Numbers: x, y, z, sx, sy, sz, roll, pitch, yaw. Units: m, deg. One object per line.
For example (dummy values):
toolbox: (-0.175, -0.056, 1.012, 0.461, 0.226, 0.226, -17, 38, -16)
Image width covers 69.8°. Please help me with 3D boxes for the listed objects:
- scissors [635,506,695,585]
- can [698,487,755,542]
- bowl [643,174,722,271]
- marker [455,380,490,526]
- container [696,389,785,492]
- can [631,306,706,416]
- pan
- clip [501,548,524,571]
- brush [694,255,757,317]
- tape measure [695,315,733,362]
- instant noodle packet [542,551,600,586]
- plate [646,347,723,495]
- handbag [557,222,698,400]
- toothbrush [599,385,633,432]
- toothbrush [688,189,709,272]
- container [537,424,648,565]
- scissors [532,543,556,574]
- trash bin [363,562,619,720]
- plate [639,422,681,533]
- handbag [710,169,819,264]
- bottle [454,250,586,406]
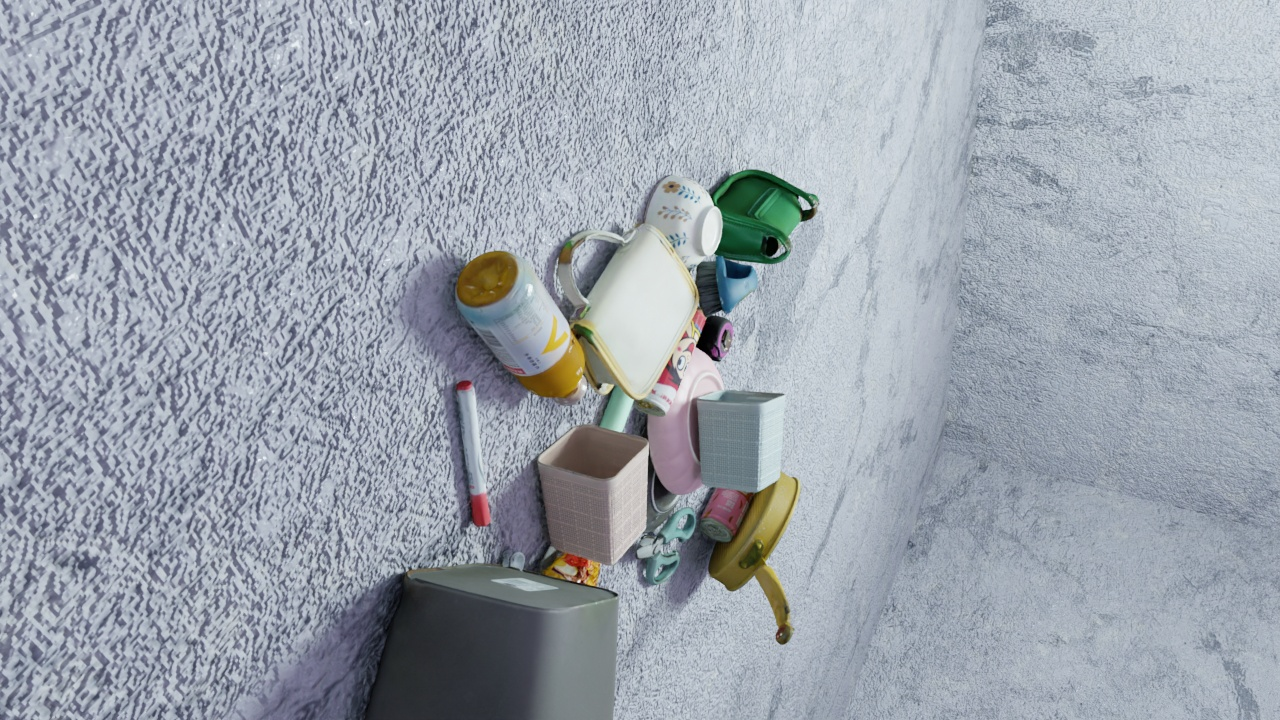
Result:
scissors: (0.023, 0.258, 1.212, 0.179, 0.019, 0.143, -1, 113, -65)
can: (0.142, 0.200, 1.389, 0.147, 0.058, 0.058, -58, 149, -32)
bowl: (0.055, -0.151, 1.045, 0.113, 0.062, 0.114, -37, 133, -54)
marker: (-0.146, 0.083, 0.804, 0.017, 0.017, 0.145, -40, 137, -50)
container: (0.124, 0.098, 1.129, 0.089, 0.090, 0.111, -13, 104, -60)
can: (0.031, -0.003, 1.074, 0.132, 0.053, 0.053, -67, 152, -19)
pan: (0.175, 0.282, 1.304, 0.198, 0.078, 0.356, -57, -178, 17)
clip: (-0.127, 0.213, 0.894, 0.025, 0.032, 0.057, 7, 89, -42)
brush: (0.100, -0.091, 1.073, 0.143, 0.073, 0.055, -72, 149, -73)
tape measure: (0.100, -0.030, 1.217, 0.057, 0.039, 0.058, -68, 153, -16)
instant noodle packet: (-0.078, 0.263, 0.984, 0.110, 0.044, 0.128, -30, 134, -62)
plate: (0.069, 0.075, 1.161, 0.192, 0.039, 0.192, 1, 89, -61)
handbag: (-0.026, -0.069, 0.943, 0.179, 0.063, 0.163, 57, 50, -37)
toothbrush: (-0.006, 0.006, 1.035, 0.026, 0.027, 0.224, 27, 74, -21)
toothbrush: (0.064, -0.122, 1.130, 0.015, 0.018, 0.181, 14, 88, -68)
container: (-0.045, 0.139, 0.946, 0.089, 0.090, 0.111, -40, 134, -52)
scissors: (-0.111, 0.218, 0.947, 0.132, 0.012, 0.172, 33, 70, -62)
trash bin: (-0.122, 0.296, 0.774, 0.198, 0.199, 0.219, 21, 76, -65)
plate: (0.034, 0.139, 1.183, 0.178, 0.024, 0.180, -39, 136, -52)
handbag: (0.151, -0.182, 1.158, 0.131, 0.120, 0.068, -52, 150, -44)
bottle: (-0.094, -0.019, 0.800, 0.067, 0.068, 0.189, -65, 152, -22)
